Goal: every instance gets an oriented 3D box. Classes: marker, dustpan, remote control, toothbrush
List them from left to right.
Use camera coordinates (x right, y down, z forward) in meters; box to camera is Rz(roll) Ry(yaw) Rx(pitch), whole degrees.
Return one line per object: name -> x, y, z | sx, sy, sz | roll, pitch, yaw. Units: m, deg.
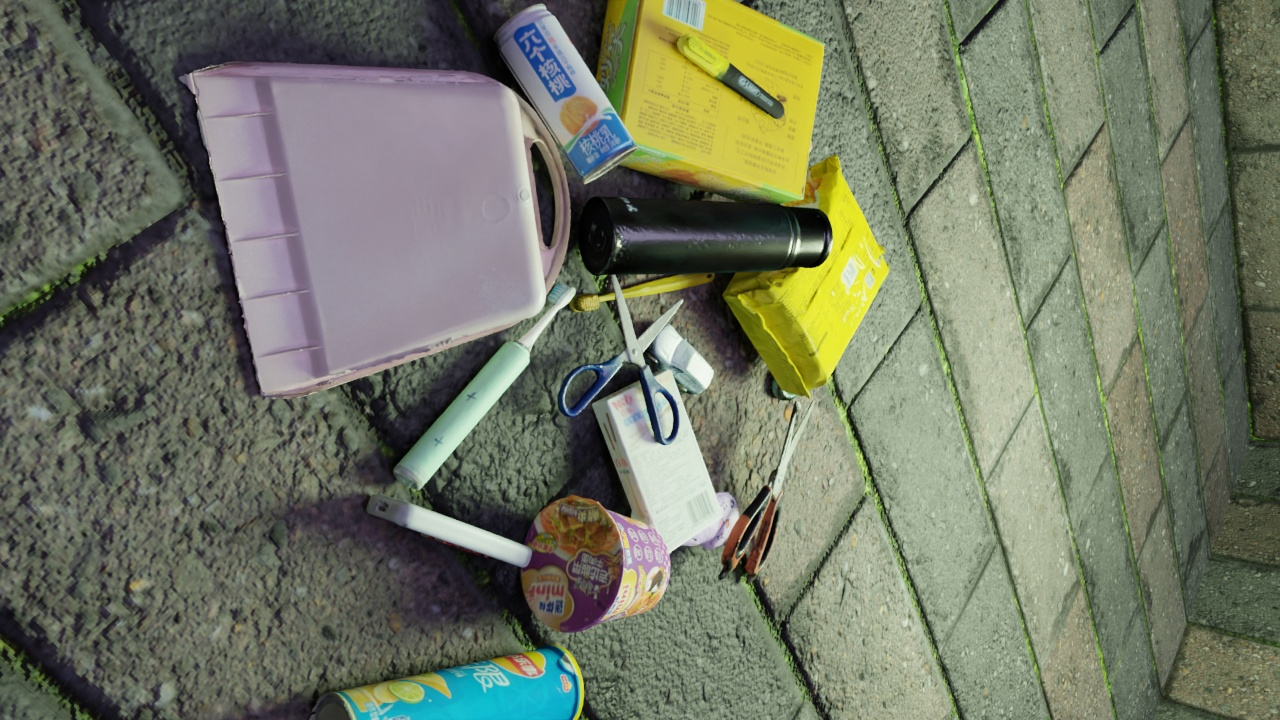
dustpan -> -0.171, -0.107, 0.694 | 0.273, 0.139, 0.223 | -8, 103, -16
remote control -> -0.146, 0.134, 0.712 | 0.136, 0.056, 0.020 | 33, 69, -43
toothbrush -> -0.119, 0.014, 0.747 | 0.223, 0.027, 0.026 | -52, 163, -28
toothbrush -> 0.008, -0.068, 0.874 | 0.189, 0.017, 0.016 | -16, 105, -44
marker -> 0.082, -0.247, 0.802 | 0.124, 0.015, 0.018 | 26, 84, -31

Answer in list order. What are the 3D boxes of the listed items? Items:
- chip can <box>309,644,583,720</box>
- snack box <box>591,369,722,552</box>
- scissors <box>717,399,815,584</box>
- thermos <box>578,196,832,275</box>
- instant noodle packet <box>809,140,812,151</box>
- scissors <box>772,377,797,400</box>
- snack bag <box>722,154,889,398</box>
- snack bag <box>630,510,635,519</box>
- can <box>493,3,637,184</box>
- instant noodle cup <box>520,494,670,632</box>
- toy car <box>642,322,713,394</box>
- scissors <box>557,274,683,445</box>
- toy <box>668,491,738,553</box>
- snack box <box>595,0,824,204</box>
chip can -> -0.144, 0.275, 0.718 | 0.209, 0.071, 0.071 | 5, 91, -46
snack box -> 0.018, 0.096, 0.869 | 0.084, 0.027, 0.157 | -25, 98, -38
scissors -> 0.139, 0.148, 0.986 | 0.225, 0.015, 0.189 | -51, 148, -28
thermos -> 0.060, -0.116, 0.855 | 0.242, 0.090, 0.068 | -3, 110, -30
instant noodle packet -> 0.131, -0.243, 0.962 | 0.128, 0.044, 0.111 | -33, 119, -39
scissors -> 0.169, -0.050, 1.040 | 0.181, 0.019, 0.170 | 41, 67, -39
snack bag -> 0.194, -0.091, 1.003 | 0.158, 0.068, 0.245 | 54, 54, -30
snack bag -> 0.008, 0.146, 0.892 | 0.048, 0.026, 0.104 | 18, 80, -31
can -> -0.060, -0.212, 0.732 | 0.053, 0.053, 0.134 | -38, 98, -36
instant noodle cup -> -0.032, 0.180, 0.803 | 0.099, 0.112, 0.111 | 20, 80, -52
toy car -> 0.038, -0.001, 0.902 | 0.090, 0.034, 0.042 | 44, 67, -38
scissors -> -0.006, 0.005, 0.833 | 0.172, 0.012, 0.162 | -46, 113, -29
toy -> 0.064, 0.160, 0.941 | 0.108, 0.039, 0.084 | 17, 84, -45
snack box -> 0.062, -0.241, 0.841 | 0.209, 0.070, 0.157 | 10, 87, -32
